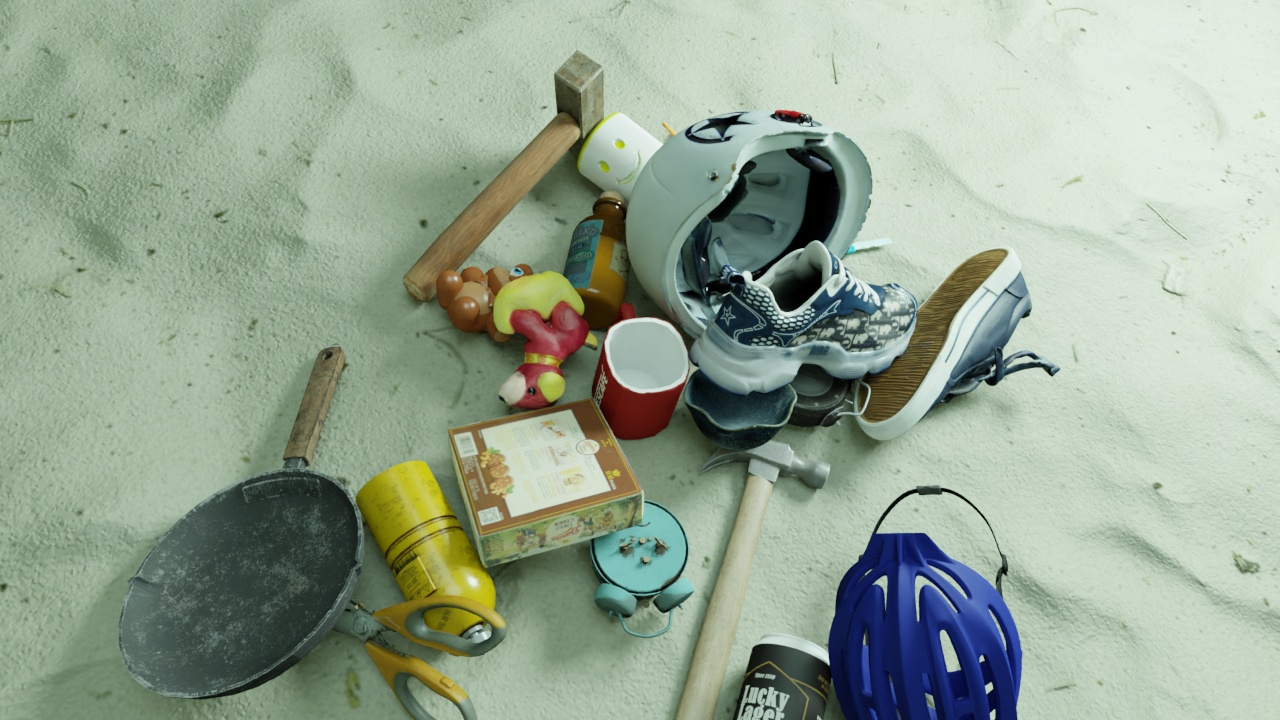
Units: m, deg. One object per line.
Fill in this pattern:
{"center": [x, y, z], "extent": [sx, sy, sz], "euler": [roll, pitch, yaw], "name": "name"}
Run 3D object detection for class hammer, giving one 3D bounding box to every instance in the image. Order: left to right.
{"center": [-0.143, -0.177, 0.980], "extent": [0.037, 0.158, 0.300], "euler": [36, 73, 11], "name": "hammer"}
{"center": [0.081, 0.215, 0.839], "extent": [0.119, 0.031, 0.330], "euler": [20, 61, 2], "name": "hammer"}

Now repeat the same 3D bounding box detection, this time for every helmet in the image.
{"center": [0.100, -0.155, 0.953], "extent": [0.263, 0.237, 0.163], "euler": [-24, 47, -24], "name": "helmet"}
{"center": [0.248, 0.224, 0.789], "extent": [0.148, 0.242, 0.227], "euler": [-7, 29, 27], "name": "helmet"}

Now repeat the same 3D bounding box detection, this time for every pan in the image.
{"center": [-0.307, 0.121, 0.787], "extent": [0.208, 0.040, 0.356], "euler": [-7, 45, 13], "name": "pan"}

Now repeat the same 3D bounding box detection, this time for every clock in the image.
{"center": [-0.001, 0.186, 0.818], "extent": [0.090, 0.053, 0.124], "euler": [-1, 60, -11], "name": "clock"}
{"center": [0.172, 0.028, 0.950], "extent": [0.123, 0.044, 0.091], "euler": [24, 54, 8], "name": "clock"}

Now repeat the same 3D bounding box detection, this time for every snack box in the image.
{"center": [-0.088, 0.103, 0.825], "extent": [0.146, 0.041, 0.143], "euler": [-12, 38, -16], "name": "snack box"}

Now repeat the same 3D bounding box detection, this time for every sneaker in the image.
{"center": [0.177, -0.058, 0.896], "extent": [0.268, 0.133, 0.103], "euler": [-12, 40, -28], "name": "sneaker"}
{"center": [0.343, 0.006, 0.982], "extent": [0.293, 0.121, 0.127], "euler": [-43, 109, -28], "name": "sneaker"}

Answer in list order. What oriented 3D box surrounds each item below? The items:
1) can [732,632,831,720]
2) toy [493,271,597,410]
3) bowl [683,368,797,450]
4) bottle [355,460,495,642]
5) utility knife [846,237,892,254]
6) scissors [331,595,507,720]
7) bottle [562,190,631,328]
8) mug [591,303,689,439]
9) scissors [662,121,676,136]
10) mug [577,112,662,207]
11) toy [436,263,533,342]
{"center": [0.114, 0.300, 0.761], "extent": [0.072, 0.072, 0.128], "euler": [21, 58, 2], "name": "can"}
{"center": [-0.093, -0.019, 0.898], "extent": [0.105, 0.067, 0.137], "euler": [4, 82, -13], "name": "toy"}
{"center": [0.095, 0.051, 0.891], "extent": [0.110, 0.055, 0.110], "euler": [2, 34, -2], "name": "bowl"}
{"center": [-0.177, 0.172, 0.782], "extent": [0.071, 0.071, 0.163], "euler": [-25, 67, -24], "name": "bottle"}
{"center": [0.226, -0.127, 1.070], "extent": [0.158, 0.015, 0.022], "euler": [-9, 62, -14], "name": "utility knife"}
{"center": [-0.205, 0.211, 0.742], "extent": [0.225, 0.166, 0.016], "euler": [34, 18, 11], "name": "scissors"}
{"center": [-0.042, -0.115, 0.980], "extent": [0.068, 0.068, 0.156], "euler": [12, 58, -4], "name": "bottle"}
{"center": [-0.005, 0.005, 0.899], "extent": [0.080, 0.097, 0.116], "euler": [-6, 61, -14], "name": "mug"}
{"center": [0.068, -0.242, 1.101], "extent": [0.083, 0.012, 0.133], "euler": [27, 26, -40], "name": "scissors"}
{"center": [-0.006, -0.217, 1.040], "extent": [0.106, 0.083, 0.082], "euler": [39, 60, 12], "name": "mug"}
{"center": [-0.140, -0.067, 0.937], "extent": [0.127, 0.065, 0.095], "euler": [-19, 62, -27], "name": "toy"}
